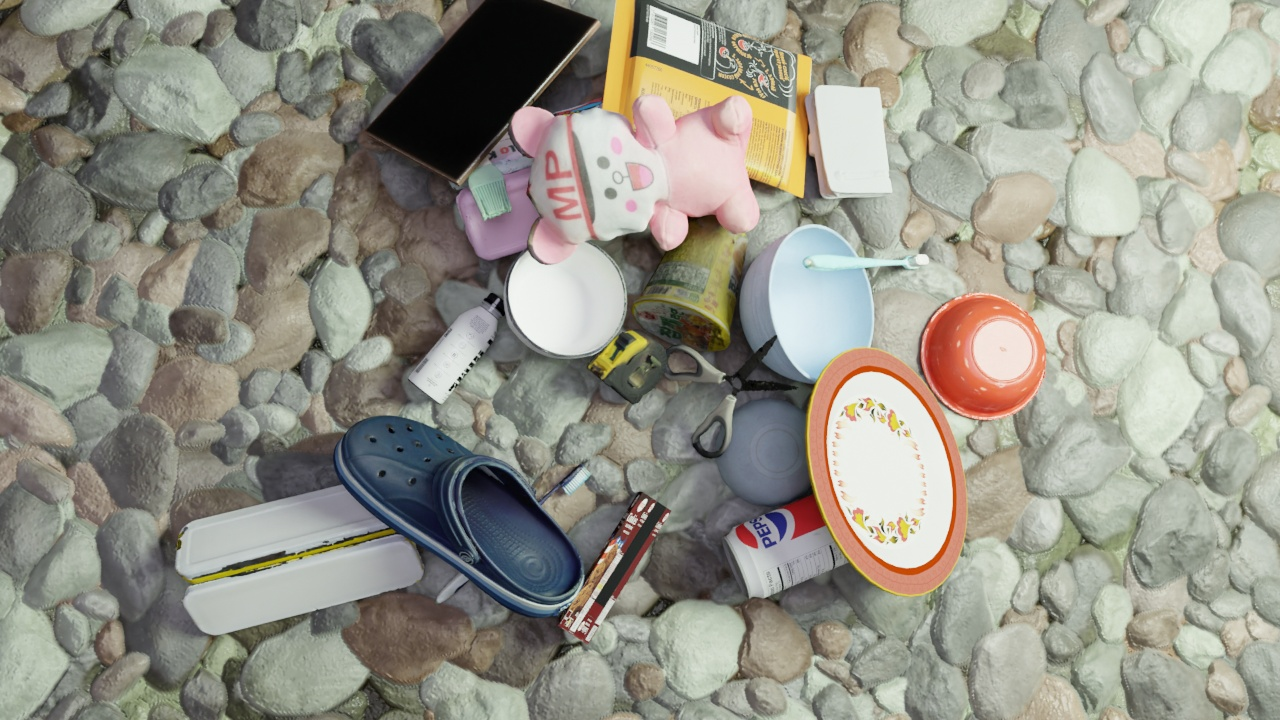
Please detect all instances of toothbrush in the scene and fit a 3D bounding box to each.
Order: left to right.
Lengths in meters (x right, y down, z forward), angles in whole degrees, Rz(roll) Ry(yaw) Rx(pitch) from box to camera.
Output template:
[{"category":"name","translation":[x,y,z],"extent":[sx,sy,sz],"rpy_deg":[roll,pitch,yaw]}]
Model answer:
[{"category":"toothbrush","translation":[-0.121,0.166,0.870],"extent":[0.189,0.016,0.017],"rpy_deg":[-42,97,-8]},{"category":"toothbrush","translation":[0.216,-0.094,0.874],"extent":[0.180,0.017,0.016],"rpy_deg":[-6,86,-38]}]

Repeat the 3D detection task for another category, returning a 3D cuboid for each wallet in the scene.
[{"category":"wallet","translation":[0.211,-0.220,0.931],"extent":[0.086,0.032,0.116],"rpy_deg":[-1,81,-19]}]

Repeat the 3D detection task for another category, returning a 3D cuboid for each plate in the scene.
[{"category":"plate","translation":[0.225,0.100,0.845],"extent":[0.229,0.021,0.229],"rpy_deg":[15,65,-36]}]

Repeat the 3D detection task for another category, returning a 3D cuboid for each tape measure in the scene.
[{"category":"tape measure","translation":[-0.005,0.005,0.872],"extent":[0.062,0.067,0.038],"rpy_deg":[-50,46,-2]}]

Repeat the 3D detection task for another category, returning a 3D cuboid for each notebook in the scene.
[{"category":"notebook","translation":[-0.153,-0.271,0.883],"extent":[0.141,0.008,0.209],"rpy_deg":[31,77,30]}]

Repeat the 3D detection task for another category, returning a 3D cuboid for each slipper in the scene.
[{"category":"slipper","translation":[-0.150,0.122,0.811],"extent":[0.253,0.095,0.104],"rpy_deg":[37,43,5]}]

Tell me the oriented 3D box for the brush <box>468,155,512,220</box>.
[{"category":"brush","translation":[-0.163,-0.217,0.873],"extent":[0.033,0.012,0.217],"rpy_deg":[-19,60,-6]}]

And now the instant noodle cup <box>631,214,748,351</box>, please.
[{"category":"instant noodle cup","translation":[0.054,-0.076,0.876],"extent":[0.102,0.102,0.108],"rpy_deg":[22,71,-1]}]

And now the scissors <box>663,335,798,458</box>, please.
[{"category":"scissors","translation":[0.075,0.027,0.851],"extent":[0.012,0.158,0.169],"rpy_deg":[-20,40,-39]}]

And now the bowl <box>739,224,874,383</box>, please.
[{"category":"bowl","translation":[0.146,-0.048,0.871],"extent":[0.150,0.075,0.150],"rpy_deg":[5,82,-40]}]

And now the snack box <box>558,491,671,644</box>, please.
[{"category":"snack box","translation":[-0.024,0.190,0.855],"extent":[0.032,0.051,0.140],"rpy_deg":[33,82,1]}]

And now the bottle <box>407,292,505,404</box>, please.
[{"category":"bottle","translation":[-0.170,-0.014,0.875],"extent":[0.041,0.041,0.116],"rpy_deg":[38,82,1]}]

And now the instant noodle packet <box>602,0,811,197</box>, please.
[{"category":"instant noodle packet","translation":[0.070,-0.260,0.893],"extent":[0.220,0.032,0.159],"rpy_deg":[13,73,-22]}]

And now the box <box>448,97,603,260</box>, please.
[{"category":"box","translation":[-0.085,-0.184,0.905],"extent":[0.201,0.103,0.101],"rpy_deg":[-20,124,-6]}]

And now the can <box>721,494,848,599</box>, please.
[{"category":"can","translation":[0.149,0.169,0.859],"extent":[0.132,0.070,0.070],"rpy_deg":[-21,85,-6]}]

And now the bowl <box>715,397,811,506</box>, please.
[{"category":"bowl","translation":[0.127,0.087,0.883],"extent":[0.106,0.039,0.106],"rpy_deg":[0,83,-4]}]

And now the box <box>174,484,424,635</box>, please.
[{"category":"box","translation":[-0.312,0.180,0.853],"extent":[0.210,0.080,0.084],"rpy_deg":[-13,44,-6]}]

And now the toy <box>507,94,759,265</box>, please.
[{"category":"toy","translation":[-0.004,-0.165,0.814],"extent":[0.213,0.084,0.142],"rpy_deg":[-10,116,-4]}]

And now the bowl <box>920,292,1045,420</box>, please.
[{"category":"bowl","translation":[0.347,-0.007,0.907],"extent":[0.130,0.045,0.130],"rpy_deg":[0,83,-4]}]

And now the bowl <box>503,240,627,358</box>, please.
[{"category":"bowl","translation":[-0.076,-0.055,0.865],"extent":[0.116,0.066,0.116],"rpy_deg":[2,82,-18]}]
